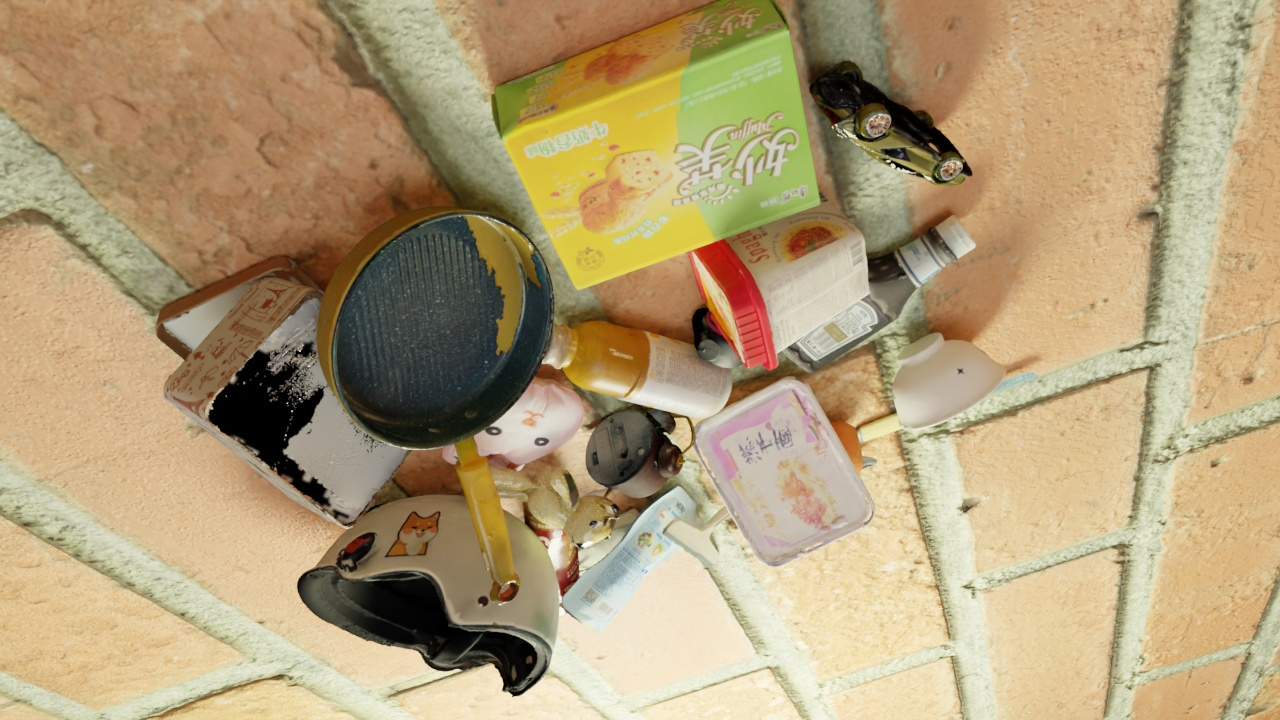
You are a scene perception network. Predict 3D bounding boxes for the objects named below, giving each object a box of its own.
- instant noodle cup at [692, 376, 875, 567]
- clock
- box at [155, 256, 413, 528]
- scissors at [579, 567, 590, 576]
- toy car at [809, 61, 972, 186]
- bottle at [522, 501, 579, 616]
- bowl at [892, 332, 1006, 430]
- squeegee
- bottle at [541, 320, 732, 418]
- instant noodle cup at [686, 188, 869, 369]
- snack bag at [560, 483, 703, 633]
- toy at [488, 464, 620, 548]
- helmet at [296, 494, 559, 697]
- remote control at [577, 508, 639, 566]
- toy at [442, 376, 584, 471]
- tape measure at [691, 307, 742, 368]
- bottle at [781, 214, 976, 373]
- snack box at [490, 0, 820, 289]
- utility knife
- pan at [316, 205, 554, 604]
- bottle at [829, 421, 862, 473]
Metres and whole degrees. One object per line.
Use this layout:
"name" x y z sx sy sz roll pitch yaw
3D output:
"instant noodle cup" 0.149 0.112 0.958 0.138 0.060 0.173 -29 91 17
"clock" 0.001 0.092 0.934 0.122 0.082 0.055 -29 140 21
"box" -0.300 0.016 0.772 0.175 0.151 0.182 13 149 38
"scissors" -0.128 0.282 1.137 0.180 0.014 0.159 -34 129 32
"toy car" 0.196 -0.176 0.708 0.158 0.070 0.042 18 130 -29
"bottle" -0.099 0.219 1.040 0.057 0.057 0.175 -6 127 -8
"bowl" 0.298 0.011 0.928 0.118 0.118 0.065 -31 96 18
"squeegee" 0.158 0.159 1.079 0.247 0.039 0.246 -27 154 6
"bottle" -0.005 0.005 0.850 0.189 0.068 0.068 15 130 -28
"instant noodle cup" 0.118 -0.074 0.775 0.124 0.116 0.117 -26 138 -4
"snack bag" -0.005 0.230 1.066 0.191 0.039 0.110 -47 133 -6
"toy" -0.099 0.141 0.917 0.157 0.066 0.105 18 144 1
"helmet" -0.202 0.223 0.960 0.274 0.156 0.230 6 142 25
"remote control" -0.048 0.216 1.097 0.125 0.024 0.049 -26 137 12
"toy" -0.128 0.068 0.902 0.121 0.054 0.160 15 138 -27
"tape measure" 0.079 -0.024 0.850 0.058 0.057 0.039 11 132 -13
"bottle" 0.216 -0.064 0.853 0.195 0.044 0.080 -36 134 21
"snack box" 0.017 -0.158 0.681 0.210 0.070 0.158 -19 137 6
"utility knife" 0.338 0.053 1.026 0.216 0.022 0.031 -17 139 14
"pan" -0.145 0.050 0.755 0.197 0.078 0.358 -24 127 -33
"bottle" 0.166 0.108 1.014 0.149 0.066 0.067 -9 138 6
